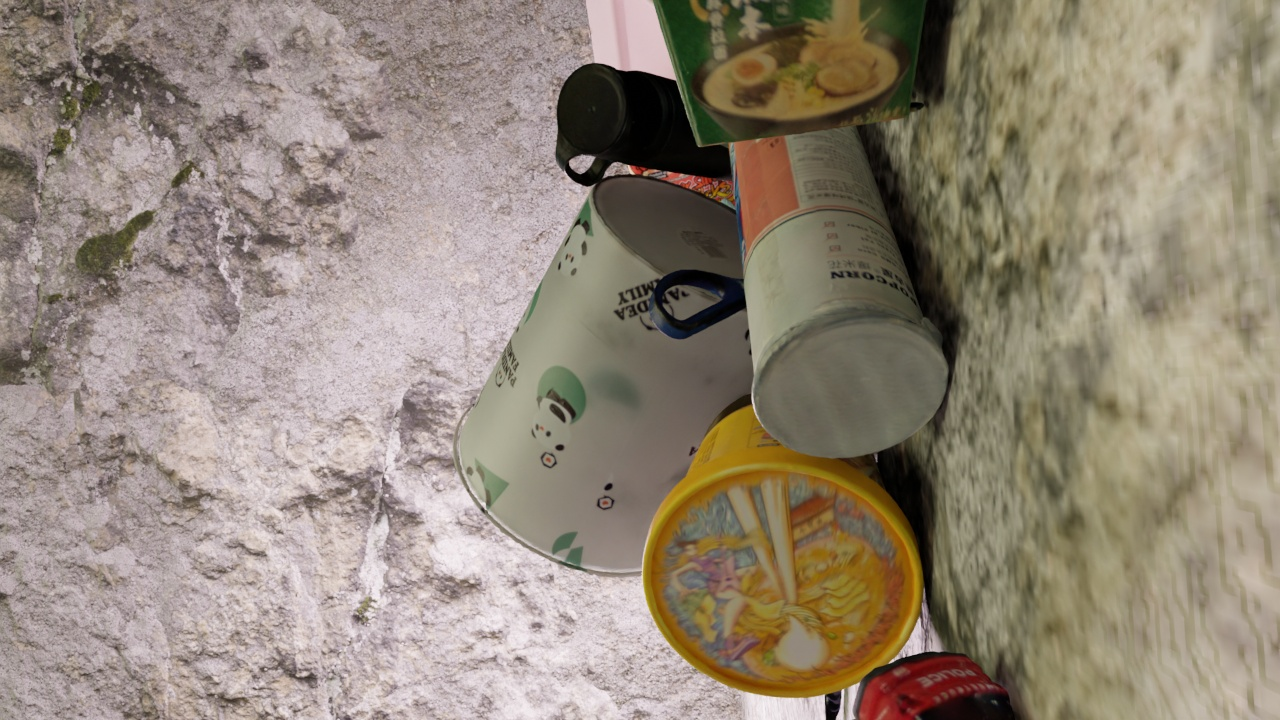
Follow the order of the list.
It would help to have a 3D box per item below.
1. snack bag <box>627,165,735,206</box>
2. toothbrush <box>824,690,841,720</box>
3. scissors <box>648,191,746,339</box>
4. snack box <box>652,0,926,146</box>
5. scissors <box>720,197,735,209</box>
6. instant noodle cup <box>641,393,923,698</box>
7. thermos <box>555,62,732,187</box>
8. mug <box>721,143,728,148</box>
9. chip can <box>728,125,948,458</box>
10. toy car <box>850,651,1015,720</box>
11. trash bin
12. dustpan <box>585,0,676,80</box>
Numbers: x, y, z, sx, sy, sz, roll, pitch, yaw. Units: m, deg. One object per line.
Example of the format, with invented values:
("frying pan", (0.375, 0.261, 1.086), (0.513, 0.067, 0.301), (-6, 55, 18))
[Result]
("snack bag", (0.064, -0.136, 0.902), (0.073, 0.129, 0.208), (-65, -34, -37))
("toothbrush", (0.132, 0.221, 0.625), (0.016, 0.014, 0.189), (-103, 8, -63))
("scissors", (0.068, -0.030, 0.449), (0.175, 0.162, 0.012), (61, 137, 32))
("snack box", (0.051, -0.143, 0.346), (0.118, 0.117, 0.106), (-79, -18, -64))
("scissors", (0.094, -0.105, 0.802), (0.134, 0.017, 0.133), (-59, 36, 22))
("instant noodle cup", (0.067, 0.076, 0.438), (0.114, 0.118, 0.118), (-65, -27, -67))
("thermos", (0.026, -0.169, 0.701), (0.242, 0.090, 0.068), (-10, -119, -55))
("mug", (0.064, -0.210, 0.593), (0.124, 0.083, 0.103), (52, 172, 13))
("chip can", (0.079, -0.057, 0.417), (0.214, 0.071, 0.071), (-88, -6, -49))
("toy car", (0.090, 0.153, 0.289), (0.045, 0.052, 0.120), (-148, 56, -64))
("trash bin", (-0.004, 0.004, 0.742), (0.229, 0.229, 0.252), (-87, 21, -58))
("dustpan", (0.033, -0.258, 0.911), (0.223, 0.274, 0.138), (78, -145, -55))
